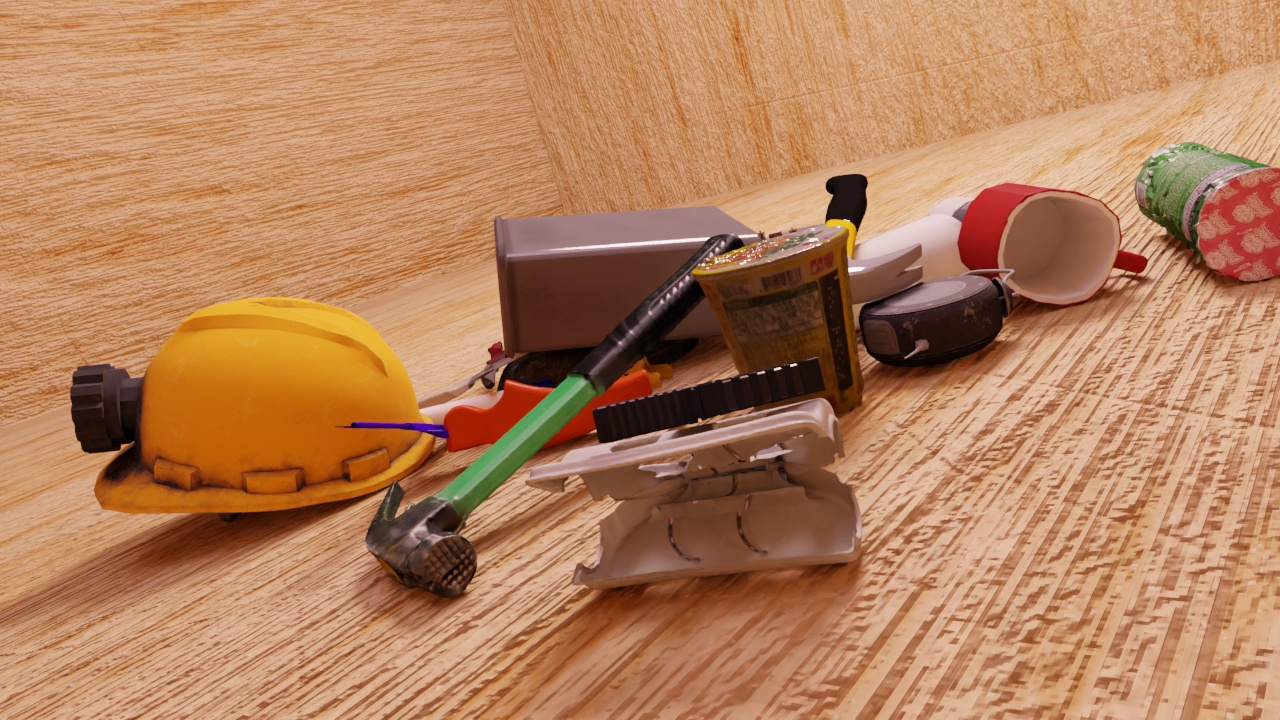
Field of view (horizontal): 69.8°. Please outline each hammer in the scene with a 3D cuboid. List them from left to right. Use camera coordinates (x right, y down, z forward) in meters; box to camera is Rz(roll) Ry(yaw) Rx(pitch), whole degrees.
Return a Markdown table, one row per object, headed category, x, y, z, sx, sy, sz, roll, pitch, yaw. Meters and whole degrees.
| category | x | y | z | sx | sy | sz | roll | pitch | yaw |
| --- | --- | --- | --- | --- | --- | --- | --- | --- | --- |
| hammer | -0.038 | 0.017 | 0.572 | 0.317 | 0.032 | 0.130 | -44 | 21 | -28 |
| hammer | 0.031 | 0.021 | 0.528 | 0.095 | 0.015 | 0.325 | -13 | -2 | 1 |
| hammer | 0.165 | -0.109 | 0.754 | 0.127 | 0.029 | 0.322 | -2 | 23 | 18 |

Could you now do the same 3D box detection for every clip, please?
| category | x | y | z | sx | sy | sz | roll | pitch | yaw |
| --- | --- | --- | --- | --- | --- | --- | --- | --- | --- |
| clip | -0.005 | 0.006 | 0.761 | 0.054 | 0.048 | 0.046 | -8 | 55 | 31 |
| clip | 0.035 | 0.066 | 0.414 | 0.127 | 0.110 | 0.150 | -11 | -19 | 20 |

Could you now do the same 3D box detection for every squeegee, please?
| category | x | y | z | sx | sy | sz | roll | pitch | yaw |
| --- | --- | --- | --- | --- | --- | --- | --- | --- | --- |
| squeegee | -0.082 | 0.040 | 0.671 | 0.185 | 0.055 | 0.249 | -15 | -5 | 3 |

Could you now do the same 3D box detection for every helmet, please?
| category | x | y | z | sx | sy | sz | roll | pitch | yaw |
| --- | --- | --- | --- | --- | --- | --- | --- | --- | --- |
| helmet | -0.294 | 0.018 | 0.717 | 0.255 | 0.131 | 0.205 | -6 | 20 | -16 |

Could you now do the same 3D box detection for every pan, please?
| category | x | y | z | sx | sy | sz | roll | pitch | yaw |
| --- | --- | --- | --- | --- | --- | --- | --- | --- | --- |
| pan | -0.062 | -0.021 | 0.970 | 0.207 | 0.040 | 0.357 | -18 | 13 | -10 |

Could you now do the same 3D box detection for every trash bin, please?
| category | x | y | z | sx | sy | sz | roll | pitch | yaw |
| --- | --- | --- | --- | --- | --- | --- | --- | --- | --- |
| trash bin | -0.020 | -0.080 | 0.846 | 0.219 | 0.098 | 0.191 | -5 | 19 | -8 |

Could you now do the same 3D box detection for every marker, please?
| category | x | y | z | sx | sy | sz | roll | pitch | yaw |
| --- | --- | --- | --- | --- | --- | --- | --- | --- | --- |
| marker | -0.139 | 0.043 | 0.807 | 0.133 | 0.023 | 0.027 | -13 | 33 | 15 |

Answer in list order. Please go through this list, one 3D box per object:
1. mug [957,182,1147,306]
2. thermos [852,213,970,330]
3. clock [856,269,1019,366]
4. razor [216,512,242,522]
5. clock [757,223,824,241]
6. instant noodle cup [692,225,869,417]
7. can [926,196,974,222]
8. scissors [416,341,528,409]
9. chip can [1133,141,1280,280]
| category | x | y | z | sx | sy | sz | roll | pitch | yaw |
| --- | --- | --- | --- | --- | --- | --- | --- | --- | --- |
| mug | 0.308 | -0.085 | 0.683 | 0.116 | 0.080 | 0.096 | 13 | 14 | 1 |
| thermos | 0.177 | -0.060 | 0.755 | 0.229 | 0.068 | 0.068 | -23 | 14 | -29 |
| clock | 0.200 | -0.026 | 0.621 | 0.122 | 0.044 | 0.091 | -21 | 13 | -22 |
| razor | -0.336 | 0.093 | 0.778 | 0.060 | 0.057 | 0.156 | 24 | 8 | -11 |
| clock | 0.145 | -0.101 | 0.970 | 0.157 | 0.073 | 0.121 | -21 | 13 | -19 |
| instant noodle cup | 0.095 | -0.021 | 0.578 | 0.102 | 0.108 | 0.102 | -16 | 12 | 3 |
| can | 0.306 | -0.118 | 0.850 | 0.064 | 0.064 | 0.127 | -16 | 12 | 0 |
| scissors | -0.168 | 0.019 | 0.885 | 0.179 | 0.015 | 0.199 | -31 | 13 | 2 |
| chip can | 0.420 | -0.116 | 0.671 | 0.076 | 0.075 | 0.222 | -11 | 13 | 22 |
